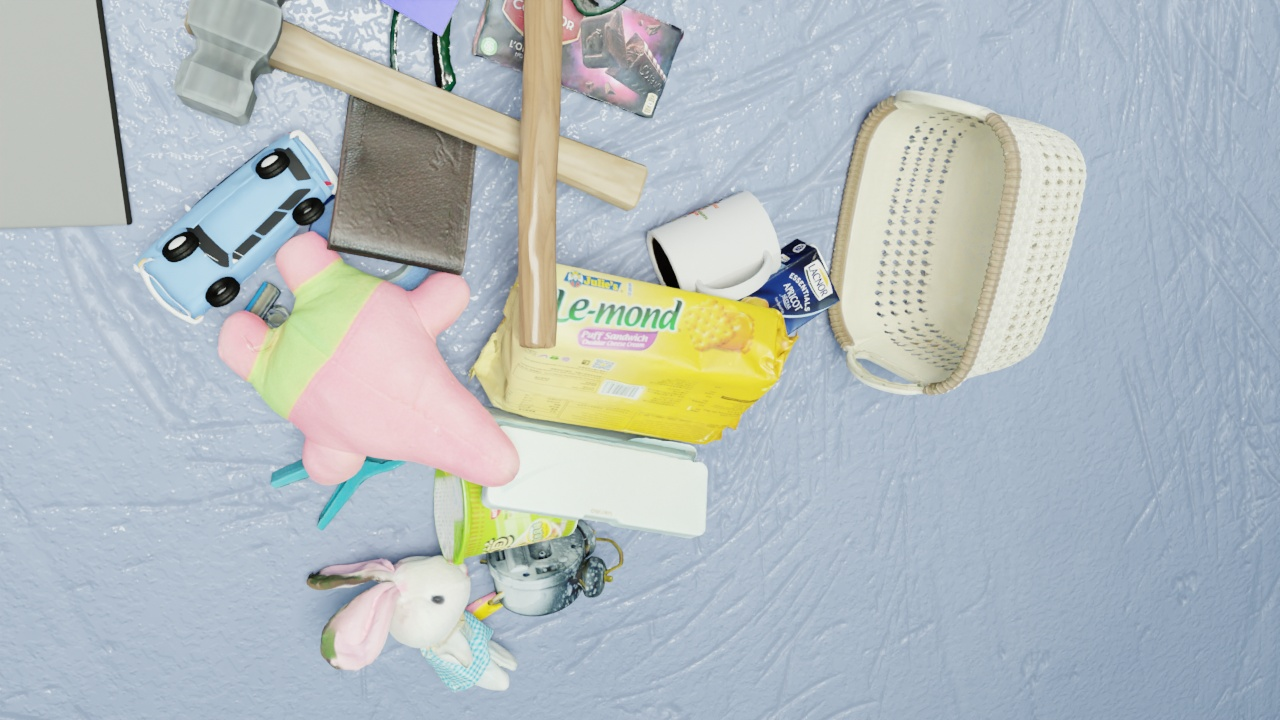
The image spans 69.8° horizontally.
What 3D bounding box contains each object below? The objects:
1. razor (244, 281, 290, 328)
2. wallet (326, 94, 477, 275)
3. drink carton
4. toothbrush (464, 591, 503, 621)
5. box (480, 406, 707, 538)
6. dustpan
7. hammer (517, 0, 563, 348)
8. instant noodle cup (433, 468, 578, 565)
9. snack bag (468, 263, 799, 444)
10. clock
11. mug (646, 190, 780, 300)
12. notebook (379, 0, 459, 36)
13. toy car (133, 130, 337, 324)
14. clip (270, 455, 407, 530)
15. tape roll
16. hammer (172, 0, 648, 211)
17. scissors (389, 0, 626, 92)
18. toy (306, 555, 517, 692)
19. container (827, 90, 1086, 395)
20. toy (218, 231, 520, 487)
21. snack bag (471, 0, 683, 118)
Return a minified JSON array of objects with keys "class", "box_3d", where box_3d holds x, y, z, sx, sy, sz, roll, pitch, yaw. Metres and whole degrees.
[{"class":"razor","box_3d":[-0.249,-0.008,0.734,0.144,0.022,0.042,37,83,-33]},{"class":"wallet","box_3d":[-0.173,-0.130,0.678,0.099,0.031,0.120,10,78,-23]},{"class":"drink carton","box_3d":[0.111,-0.048,0.830,0.130,0.040,0.064,-34,119,-4]},{"class":"toothbrush","box_3d":[-0.129,0.226,0.875,0.135,0.016,0.021,-28,120,-1]},{"class":"box","box_3d":[-0.043,0.090,0.785,0.197,0.125,0.075,14,106,-24]},{"class":"dustpan","box_3d":[-0.480,-0.164,0.584,0.257,0.033,0.163,-7,114,-26]},{"class":"hammer","box_3d":[-0.068,-0.172,0.621,0.098,0.052,0.328,0,96,-28]},{"class":"instant noodle cup","box_3d":[-0.115,0.122,0.797,0.107,0.099,0.099,-1,112,-27]},{"class":"snack bag","box_3d":[-0.004,0.004,0.743,0.247,0.068,0.160,10,147,-17]},{"class":"clock","box_3d":[-0.079,0.183,0.833,0.129,0.090,0.052,-10,119,-11]},{"class":"mug","box_3d":[0.066,-0.084,0.763,0.089,0.105,0.073,-24,130,-9]},{"class":"notebook","box_3d":[-0.163,-0.355,0.604,0.171,0.022,0.209,26,101,-19]},{"class":"toy car","box_3d":[-0.281,-0.095,0.640,0.153,0.055,0.056,-52,138,-24]},{"class":"clip","box_3d":[-0.250,0.073,0.765,0.126,0.028,0.113,-29,120,-5]},{"class":"tape roll","box_3d":[-0.209,-0.091,0.714,0.093,0.016,0.091,33,98,-27]},{"class":"hammer","box_3d":[-0.146,-0.179,0.646,0.322,0.051,0.117,19,87,-18]},{"class":"scissors","box_3d":[-0.100,-0.277,0.659,0.204,0.015,0.202,5,107,-9]},{"class":"toy","box_3d":[-0.174,0.229,0.801,0.106,0.131,0.205,-47,123,4]},{"class":"container","box_3d":[0.268,-0.101,0.790,0.142,0.184,0.246,-6,115,-28]},{"class":"toy","box_3d":[-0.188,0.017,0.686,0.236,0.097,0.192,36,89,-5]},{"class":"snack bag","box_3d":[-0.046,-0.245,0.706,0.155,0.018,0.075,14,106,-22]}]
